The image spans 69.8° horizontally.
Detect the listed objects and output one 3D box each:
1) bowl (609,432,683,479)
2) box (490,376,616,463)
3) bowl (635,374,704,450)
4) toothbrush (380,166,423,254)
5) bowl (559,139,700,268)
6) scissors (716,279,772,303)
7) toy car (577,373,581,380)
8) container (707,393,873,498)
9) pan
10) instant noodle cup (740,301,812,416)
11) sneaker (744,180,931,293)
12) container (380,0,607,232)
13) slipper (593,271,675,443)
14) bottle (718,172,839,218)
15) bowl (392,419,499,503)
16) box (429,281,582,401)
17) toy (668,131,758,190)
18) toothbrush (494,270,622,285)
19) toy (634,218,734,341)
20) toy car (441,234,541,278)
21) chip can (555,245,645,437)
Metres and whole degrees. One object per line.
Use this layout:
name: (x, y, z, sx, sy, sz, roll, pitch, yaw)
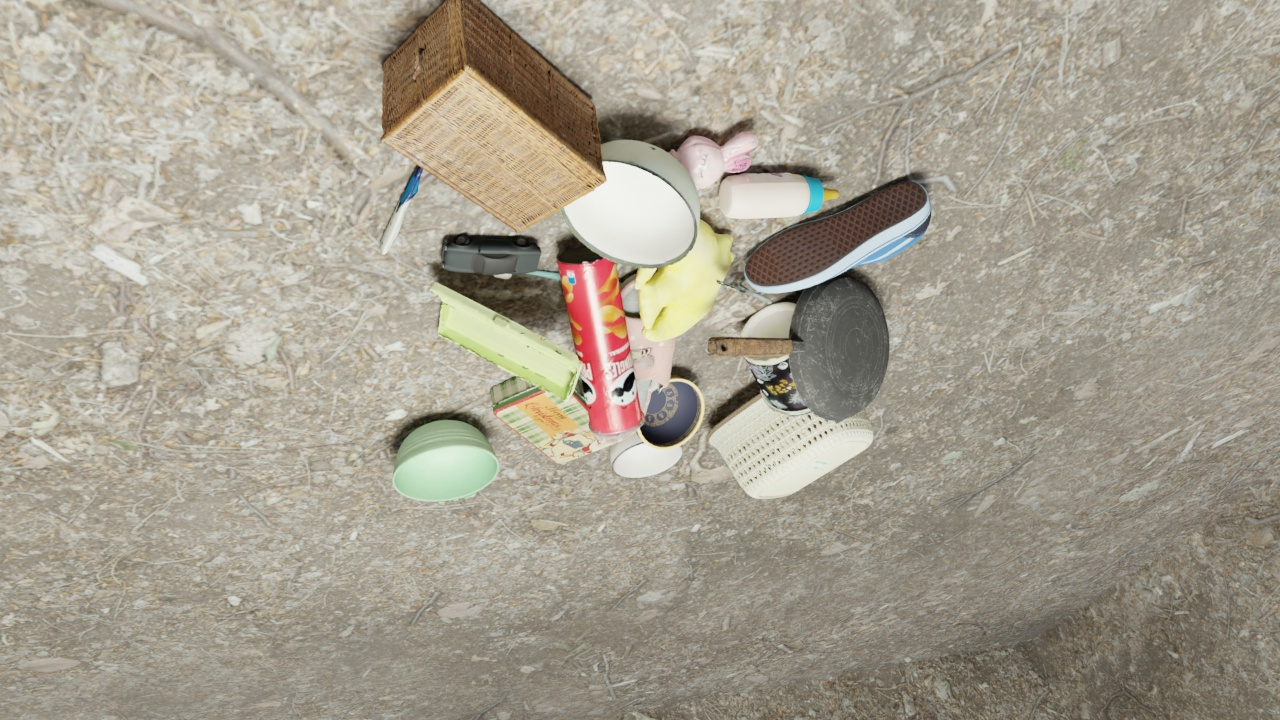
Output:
bowl: (0.004, 0.130, 1.439, 0.116, 0.065, 0.116, -11, 145, -8)
box: (-0.121, 0.081, 1.337, 0.118, 0.049, 0.205, -24, 144, 10)
bowl: (0.031, 0.069, 1.359, 0.112, 0.061, 0.112, -10, 114, -24)
toothbrush: (-0.237, -0.175, 0.958, 0.017, 0.016, 0.190, 0, 143, -39)
bowl: (-0.005, -0.175, 0.975, 0.153, 0.072, 0.154, 14, 145, 10)
scissors: (0.113, -0.094, 1.141, 0.170, 0.095, 0.014, 15, 103, -49)
toy car: (-0.057, -0.005, 1.249, 0.042, 0.036, 0.091, 22, 124, -43)
container: (0.240, 0.112, 1.443, 0.247, 0.142, 0.184, -39, 153, 30)
pan: (0.218, -0.018, 1.186, 0.356, 0.207, 0.040, -2, -178, -42)
instant noodle cup: (0.207, -0.010, 1.280, 0.137, 0.137, 0.112, -28, 133, 17)
sneaker: (0.255, -0.133, 1.160, 0.241, 0.083, 0.098, -24, 148, 9)
container: (-0.135, -0.222, 0.847, 0.113, 0.113, 0.198, -29, 142, 25)
slipper: (-0.007, 0.007, 1.215, 0.114, 0.054, 0.275, -9, 130, -28)
bottle: (0.165, -0.192, 1.065, 0.146, 0.051, 0.051, -5, 144, -16)
bowl: (-0.283, 0.135, 1.320, 0.151, 0.077, 0.151, -11, 145, -8)
box: (-0.156, -0.027, 1.085, 0.188, 0.043, 0.141, 27, 159, 6)
toy: (0.074, -0.217, 0.999, 0.110, 0.047, 0.064, -16, 154, -5)
toothbrush: (-0.096, -0.100, 1.121, 0.180, 0.016, 0.016, 5, 140, -30)
toy: (0.054, -0.100, 1.115, 0.154, 0.064, 0.171, -37, 145, -21)
toy car: (-0.170, -0.117, 1.048, 0.112, 0.034, 0.046, -1, 143, -20)
chip can: (-0.047, -0.024, 1.112, 0.073, 0.073, 0.233, -12, 117, -6)
